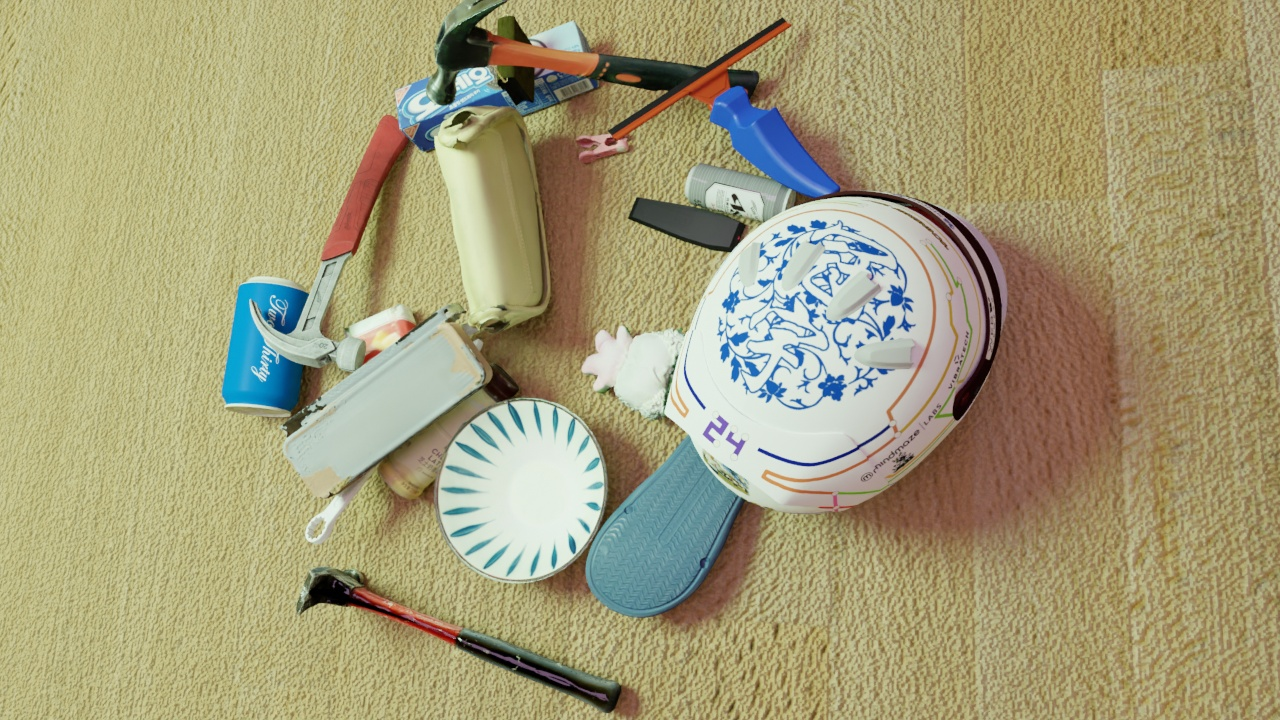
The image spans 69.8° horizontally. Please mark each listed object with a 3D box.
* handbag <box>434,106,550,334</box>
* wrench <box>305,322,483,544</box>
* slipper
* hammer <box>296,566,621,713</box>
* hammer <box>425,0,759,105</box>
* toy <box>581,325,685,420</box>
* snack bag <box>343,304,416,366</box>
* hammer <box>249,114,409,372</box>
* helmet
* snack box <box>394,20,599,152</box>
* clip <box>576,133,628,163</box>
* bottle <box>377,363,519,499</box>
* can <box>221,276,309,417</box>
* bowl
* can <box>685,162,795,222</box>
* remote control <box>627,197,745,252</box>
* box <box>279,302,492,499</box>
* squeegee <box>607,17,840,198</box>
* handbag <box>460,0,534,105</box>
[{"bbox_3d":[-0.158,-0.144,0.937,0.088,0.190,0.233,-10,94,9],"label":"handbag"},{"bbox_3d":[-0.251,0.073,0.940,0.047,0.009,0.273,29,78,42],"label":"wrench"},{"bbox_3d":[0.038,0.151,0.869,0.104,0.059,0.213,37,74,13],"label":"slipper"},{"bbox_3d":[-0.176,0.266,0.877,0.326,0.140,0.036,18,82,10],"label":"hammer"},{"bbox_3d":[-0.033,-0.289,0.904,0.332,0.133,0.033,1,58,-25],"label":"hammer"},{"bbox_3d":[-0.006,0.005,0.925,0.109,0.041,0.095,17,81,25],"label":"toy"},{"bbox_3d":[-0.273,0.004,1.000,0.077,0.036,0.115,-22,72,9],"label":"snack bag"},{"bbox_3d":[-0.326,-0.142,1.016,0.126,0.036,0.315,13,66,-1],"label":"hammer"},{"bbox_3d":[0.166,-0.020,0.764,0.231,0.236,0.314,37,91,25],"label":"helmet"},{"bbox_3d":[-0.162,-0.306,1.033,0.227,0.059,0.059,-18,70,11],"label":"snack box"},{"bbox_3d":[-0.042,-0.239,1.005,0.058,0.022,0.037,-8,72,8],"label":"clip"},{"bbox_3d":[-0.197,0.071,0.952,0.162,0.056,0.056,-43,70,2],"label":"bottle"},{"bbox_3d":[-0.414,-0.015,1.021,0.079,0.079,0.146,0,77,15],"label":"can"},{"bbox_3d":[-0.108,0.129,0.906,0.177,0.071,0.177,-4,76,14],"label":"bowl"},{"bbox_3d":[0.101,-0.170,0.934,0.107,0.044,0.044,17,82,18],"label":"can"},{"bbox_3d":[0.046,-0.145,0.961,0.125,0.010,0.039,19,83,19],"label":"remote control"},{"bbox_3d":[-0.251,0.039,0.926,0.216,0.096,0.105,-36,84,6],"label":"box"},{"bbox_3d":[0.121,-0.218,0.898,0.248,0.055,0.185,-39,73,-23],"label":"squeegee"},{"bbox_3d":[-0.148,-0.328,0.908,0.027,0.178,0.084,-6,75,13],"label":"handbag"}]
